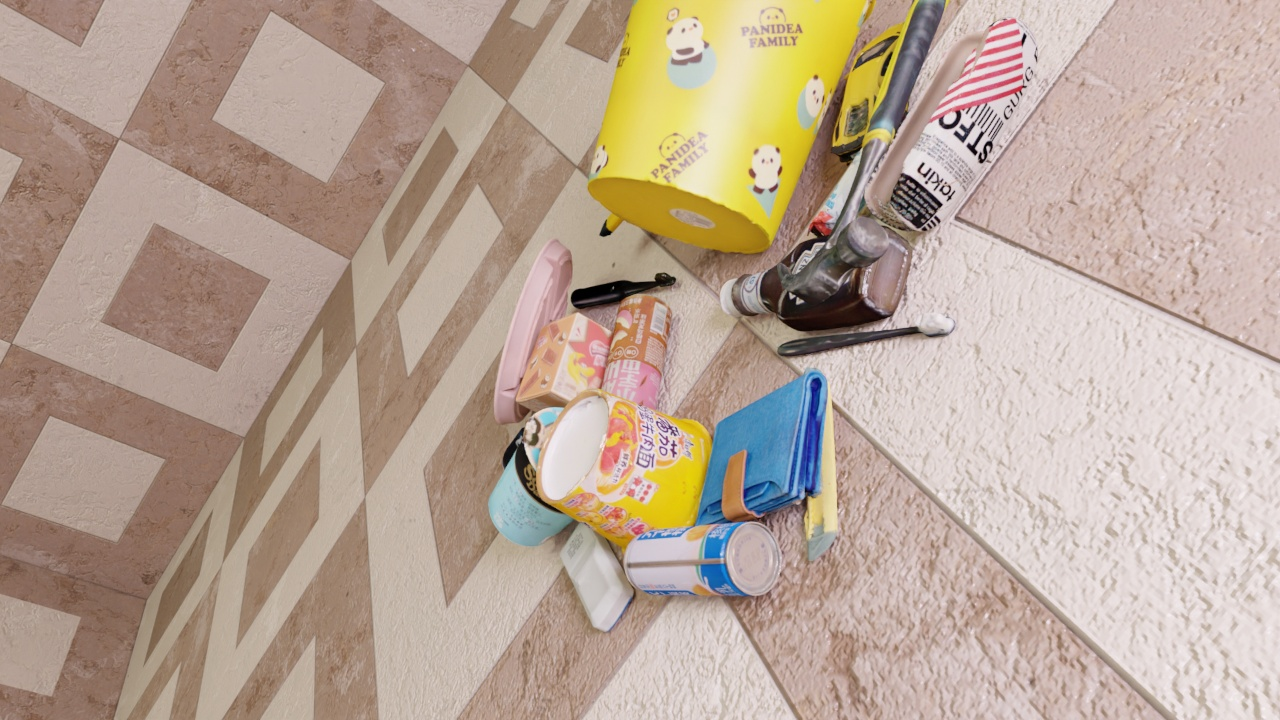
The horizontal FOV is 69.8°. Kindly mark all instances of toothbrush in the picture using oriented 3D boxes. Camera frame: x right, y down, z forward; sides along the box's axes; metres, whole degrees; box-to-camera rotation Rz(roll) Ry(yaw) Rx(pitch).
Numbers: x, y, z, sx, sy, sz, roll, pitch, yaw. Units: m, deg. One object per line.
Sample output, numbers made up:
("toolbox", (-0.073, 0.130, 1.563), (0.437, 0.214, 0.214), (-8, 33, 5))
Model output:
("toothbrush", (0.165, -0.018, 0.711), (0.181, 0.018, 0.015), (-11, 60, 58))
("toothbrush", (-0.023, -0.083, 1.076), (0.213, 0.027, 0.026), (-5, 54, 58))

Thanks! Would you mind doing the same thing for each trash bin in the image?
("trash bin", (0.074, -0.253, 0.870), (0.230, 0.229, 0.255), (8, 78, 61))

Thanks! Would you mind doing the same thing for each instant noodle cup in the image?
("instant noodle cup", (-0.018, 0.095, 0.814), (0.138, 0.109, 0.137), (-39, 36, 35))
("instant noodle cup", (-0.096, 0.125, 0.932), (0.121, 0.111, 0.111), (-49, 29, 36))

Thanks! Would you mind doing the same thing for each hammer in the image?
("hammer", (0.181, -0.176, 0.697), (0.322, 0.032, 0.126), (-65, 9, -26))

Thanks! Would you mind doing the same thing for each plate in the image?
("plate", (-0.121, -0.031, 1.084), (0.229, 0.028, 0.229), (22, -95, -88))

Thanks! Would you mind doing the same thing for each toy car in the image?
("toy car", (0.210, -0.242, 0.817), (0.071, 0.041, 0.155), (-13, 52, 55))

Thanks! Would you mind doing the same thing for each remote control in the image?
("remote control", (-0.044, 0.197, 0.854), (0.049, 0.024, 0.125), (-57, 27, 7))

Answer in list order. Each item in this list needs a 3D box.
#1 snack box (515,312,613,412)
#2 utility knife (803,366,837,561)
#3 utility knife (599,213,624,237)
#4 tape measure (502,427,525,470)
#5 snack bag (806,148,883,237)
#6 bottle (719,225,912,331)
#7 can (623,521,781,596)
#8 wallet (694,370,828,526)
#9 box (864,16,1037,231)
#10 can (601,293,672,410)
("snack box", (-0.064, 0.016, 0.981), (0.077, 0.092, 0.094), (-17, 50, 54))
("utility knife", (0.134, 0.070, 0.687), (0.031, 0.018, 0.167), (-29, 36, 37))
("utility knife", (0.020, -0.217, 1.052), (0.210, 0.015, 0.033), (-46, 25, 27))
("tape measure", (-0.117, 0.114, 1.010), (0.066, 0.065, 0.033), (-55, 29, 9))
("snack bag", (0.179, -0.142, 0.771), (0.105, 0.045, 0.026), (-56, 40, 11))
("bottle", (0.137, -0.063, 0.770), (0.195, 0.044, 0.079), (-5, 61, 59))
("can", (0.044, 0.155, 0.711), (0.135, 0.053, 0.053), (-19, 49, 53))
("wallet", (0.091, 0.075, 0.711), (0.133, 0.040, 0.106), (-38, 32, 56))
("box", (0.227, -0.176, 0.691), (0.163, 0.076, 0.088), (-62, 32, 5))
("can", (-0.006, 0.005, 0.931), (0.058, 0.058, 0.147), (-28, 41, 46))
